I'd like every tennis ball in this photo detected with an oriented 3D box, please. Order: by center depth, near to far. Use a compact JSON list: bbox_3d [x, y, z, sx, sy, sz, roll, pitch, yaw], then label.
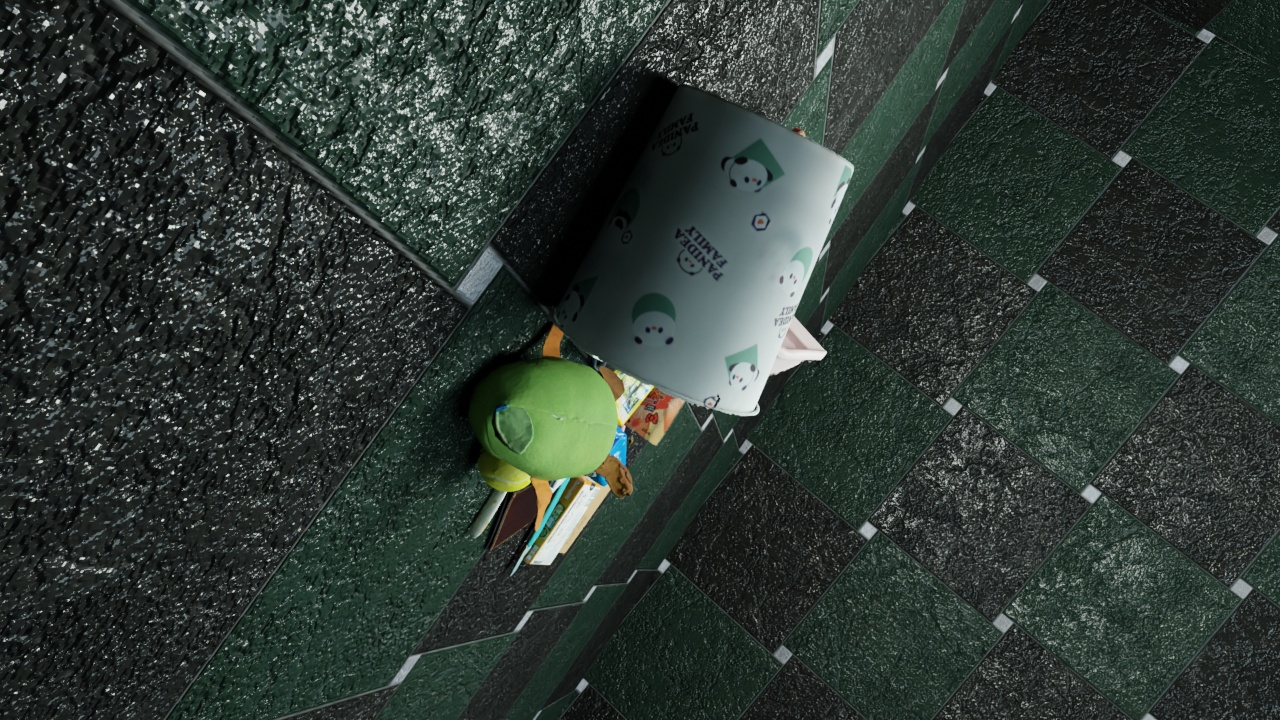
[{"bbox_3d":[-0.141,0.108,0.980,0.065,0.065,0.065,-51,165,-19],"label":"tennis ball"}]

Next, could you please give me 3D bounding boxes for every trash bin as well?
[{"bbox_3d":[0.066,-0.109,0.885,0.252,0.229,0.229,-64,164,12],"label":"trash bin"}]

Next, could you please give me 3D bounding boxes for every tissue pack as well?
[{"bbox_3d":[-0.066,0.100,1.156,0.052,0.095,0.157,-44,163,-20],"label":"tissue pack"}]

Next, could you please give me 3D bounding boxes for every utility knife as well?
[{"bbox_3d":[-0.145,0.235,1.359,0.205,0.013,0.029,-61,167,11],"label":"utility knife"}]

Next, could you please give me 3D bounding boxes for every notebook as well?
[{"bbox_3d":[-0.109,0.262,1.553,0.147,0.008,0.208,-54,166,-6],"label":"notebook"}]

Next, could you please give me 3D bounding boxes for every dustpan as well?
[{"bbox_3d":[0.146,-0.083,1.184,0.272,0.222,0.139,-31,164,-43],"label":"dustpan"}]

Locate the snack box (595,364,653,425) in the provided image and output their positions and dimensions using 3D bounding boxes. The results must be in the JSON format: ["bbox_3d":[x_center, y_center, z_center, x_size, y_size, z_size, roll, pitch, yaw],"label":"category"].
[{"bbox_3d":[-0.007,0.007,1.203,0.140,0.034,0.087,-52,142,-19],"label":"snack box"}]

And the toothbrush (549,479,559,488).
[{"bbox_3d":[-0.065,0.083,1.257,0.221,0.026,0.026,-57,-167,6],"label":"toothbrush"}]

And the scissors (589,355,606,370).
[{"bbox_3d":[-0.038,-0.046,1.092,0.174,0.014,0.160,-30,149,-56],"label":"scissors"}]

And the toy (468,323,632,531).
[{"bbox_3d":[-0.085,0.060,0.939,0.246,0.090,0.226,20,69,-57],"label":"toy"}]

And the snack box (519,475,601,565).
[{"bbox_3d":[-0.122,0.248,1.421,0.153,0.026,0.075,-56,157,0],"label":"snack box"}]

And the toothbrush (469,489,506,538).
[{"bbox_3d":[-0.153,0.134,1.107,0.191,0.016,0.018,-58,174,5],"label":"toothbrush"}]

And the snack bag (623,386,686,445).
[{"bbox_3d":[0.044,0.012,1.284,0.207,0.129,0.073,-52,127,-7],"label":"snack bag"}]

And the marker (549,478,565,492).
[{"bbox_3d":[-0.101,0.151,1.313,0.144,0.017,0.017,-46,163,-33],"label":"marker"}]

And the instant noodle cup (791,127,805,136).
[{"bbox_3d":[0.144,-0.197,1.147,0.188,0.079,0.165,-42,142,-49],"label":"instant noodle cup"}]

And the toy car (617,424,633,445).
[{"bbox_3d":[-0.025,0.090,1.388,0.056,0.037,0.122,-22,131,-71],"label":"toy car"}]

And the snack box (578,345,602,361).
[{"bbox_3d":[-0.011,-0.031,1.095,0.085,0.027,0.156,-58,155,3],"label":"snack box"}]

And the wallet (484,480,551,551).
[{"bbox_3d":[-0.157,0.192,1.216,0.096,0.020,0.123,-30,153,-49],"label":"wallet"}]
